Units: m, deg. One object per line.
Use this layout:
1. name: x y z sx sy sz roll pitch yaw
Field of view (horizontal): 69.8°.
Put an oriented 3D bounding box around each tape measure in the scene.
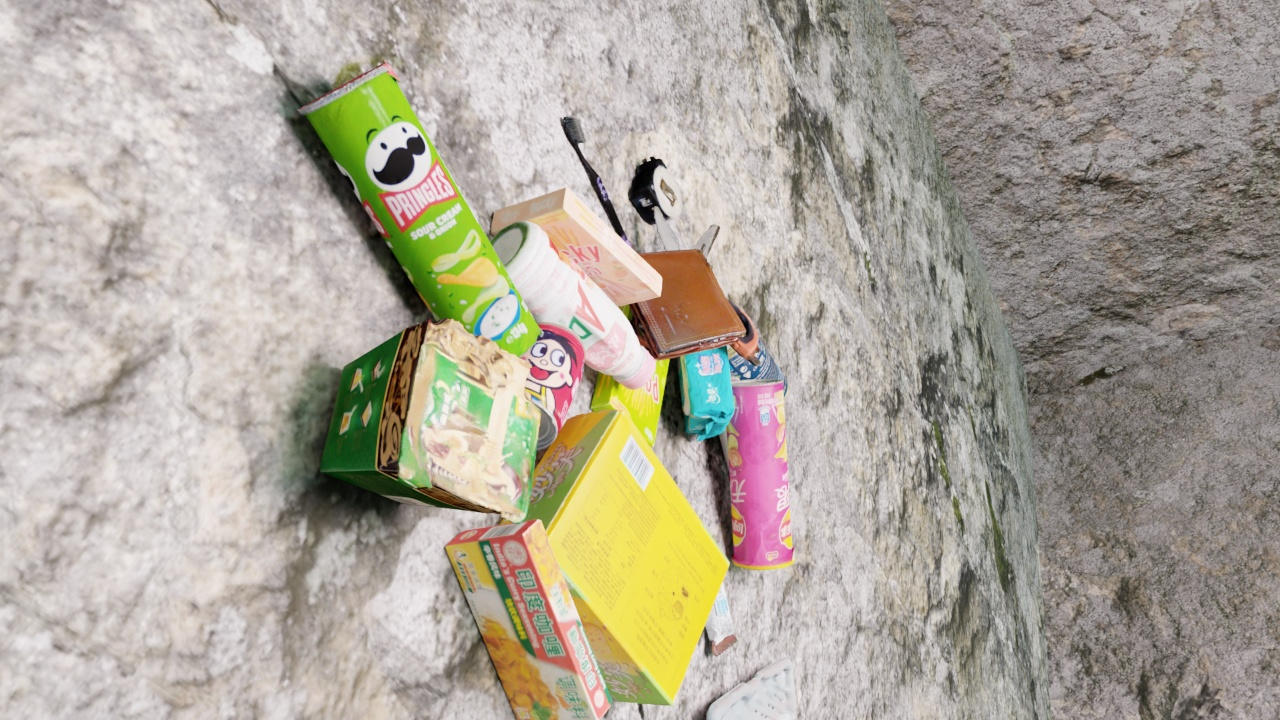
1. tape measure: 0.019 -0.192 1.066 0.066 0.034 0.065 49 41 -37

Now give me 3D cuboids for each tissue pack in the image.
1. tissue pack: 0.069 0.020 1.010 0.093 0.050 0.133 99 -14 -72

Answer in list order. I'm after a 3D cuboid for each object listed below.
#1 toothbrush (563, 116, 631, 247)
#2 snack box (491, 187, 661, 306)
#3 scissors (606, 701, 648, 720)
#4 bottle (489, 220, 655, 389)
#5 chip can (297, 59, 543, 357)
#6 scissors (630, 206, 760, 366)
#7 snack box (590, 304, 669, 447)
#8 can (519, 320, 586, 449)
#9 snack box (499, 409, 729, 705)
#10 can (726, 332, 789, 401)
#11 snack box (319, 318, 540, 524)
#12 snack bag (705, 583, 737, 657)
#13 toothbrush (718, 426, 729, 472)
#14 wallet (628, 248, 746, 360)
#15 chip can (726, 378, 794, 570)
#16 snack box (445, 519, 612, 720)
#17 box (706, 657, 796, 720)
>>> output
1. toothbrush: -0.036 -0.175 0.984 0.189 0.017 0.014 63 32 -24
2. snack box: -0.056 -0.097 0.849 0.157 0.085 0.026 37 51 -47
3. scissors: -0.005 0.248 0.863 0.173 0.012 0.162 -41 114 -56
4. bottle: -0.058 -0.040 0.825 0.197 0.068 0.068 44 43 -38
5. chip can: -0.158 -0.100 0.691 0.236 0.072 0.072 62 33 -24
6. scissors: 0.049 -0.076 0.976 0.188 0.015 0.225 -20 67 -33
7. snack box: -0.006 0.006 0.948 0.086 0.026 0.156 47 41 -38
8. can: -0.087 0.019 0.765 0.066 0.067 0.093 55 36 -31
9. snack box: -0.020 0.170 0.789 0.210 0.070 0.157 57 43 -27
10. can: 0.123 0.009 1.114 0.111 0.075 0.075 51 38 -35
11. snack box: -0.145 0.048 0.618 0.118 0.106 0.117 36 51 -47
12. snack bag: 0.078 0.259 0.982 0.048 0.026 0.104 -15 91 -54
13. toothbrush: 0.120 0.153 1.106 0.016 0.016 0.180 -20 95 -62
14. wallet: 0.036 -0.062 0.931 0.101 0.032 0.124 -12 62 -27
15. chip can: 0.134 0.128 1.049 0.071 0.071 0.210 -12 99 -60
16. snack box: -0.083 0.197 0.687 0.026 0.077 0.156 -36 109 -58
17. box: 0.125 0.419 0.984 0.200 0.039 0.158 2 76 -59
